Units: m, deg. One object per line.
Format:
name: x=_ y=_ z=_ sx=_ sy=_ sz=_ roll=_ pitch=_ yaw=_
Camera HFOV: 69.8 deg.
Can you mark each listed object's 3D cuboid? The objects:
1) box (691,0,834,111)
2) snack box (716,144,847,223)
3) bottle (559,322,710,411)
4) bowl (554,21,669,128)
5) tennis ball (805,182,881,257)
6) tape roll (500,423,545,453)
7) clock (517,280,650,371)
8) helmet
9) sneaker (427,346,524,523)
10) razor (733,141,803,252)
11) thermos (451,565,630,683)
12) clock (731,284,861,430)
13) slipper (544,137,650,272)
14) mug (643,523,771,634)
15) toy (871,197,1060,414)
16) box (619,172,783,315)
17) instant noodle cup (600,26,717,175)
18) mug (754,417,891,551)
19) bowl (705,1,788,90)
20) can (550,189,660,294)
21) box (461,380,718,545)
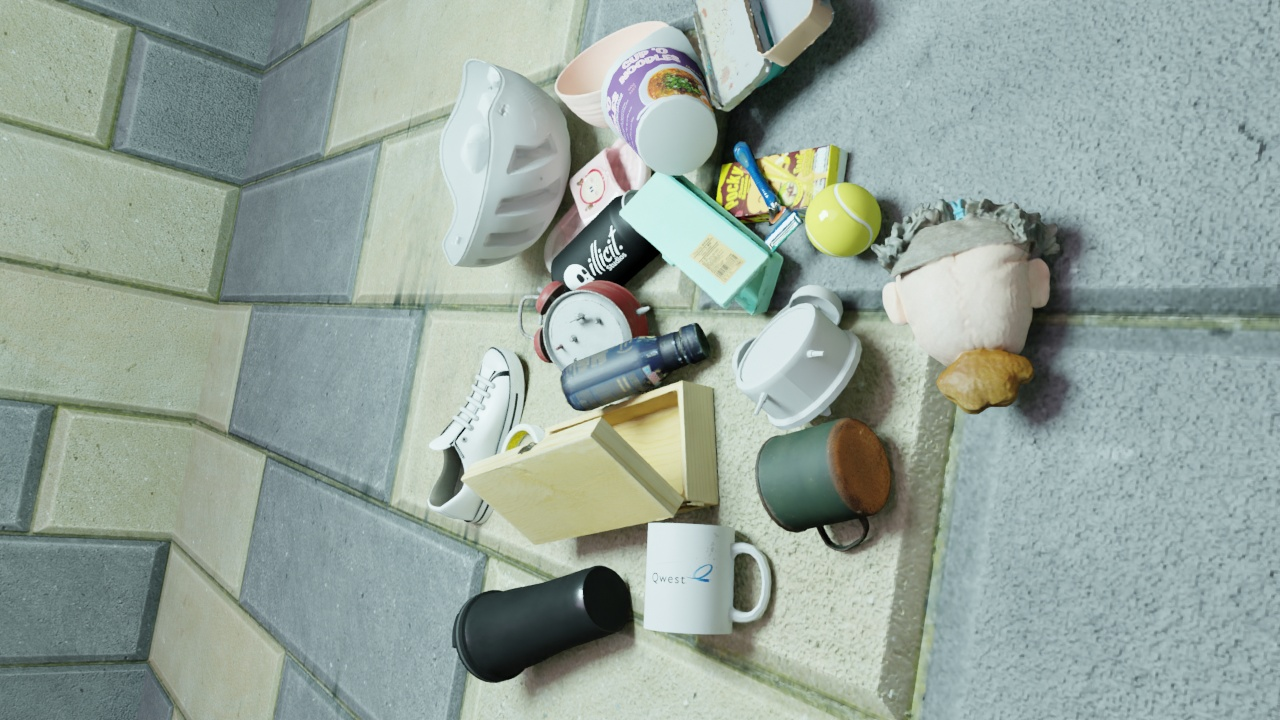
box: x=0.105 y=-0.370 z=0.913 sx=0.151 sy=0.043 sz=0.216 roll=-33 pitch=57 yaw=38
snack box: x=0.135 y=-0.170 z=0.905 sx=0.149 sy=0.025 sz=0.061 roll=4 pitch=83 yaw=52
bottle: x=-0.006 y=0.006 z=0.969 sx=0.161 sy=0.056 sz=0.056 roll=-21 pitch=61 yaw=18
bowl: x=-0.017 y=-0.323 z=1.076 sx=0.153 sy=0.076 sz=0.152 roll=-20 pitch=39 yaw=17
tennis ball: x=0.178 y=-0.123 z=0.806 sx=0.065 sy=0.065 sz=0.065 roll=-18 pitch=67 yaw=48
tape roll: x=-0.150 y=0.129 z=1.185 sx=0.094 sy=0.019 sz=0.094 roll=-17 pitch=67 yaw=48
clock: x=-0.071 y=-0.034 z=1.034 sx=0.157 sy=0.061 sz=0.110 roll=14 pitch=113 yaw=19
helmet: x=-0.185 y=-0.244 z=1.172 sx=0.281 sy=0.184 sz=0.225 roll=-82 pitch=12 yaw=-50
sneaker: x=-0.233 y=0.097 z=1.235 sx=0.091 sy=0.097 sz=0.245 roll=26 pitch=101 yaw=51
razor: x=0.120 y=-0.165 z=0.884 sx=0.044 sy=0.018 sz=0.140 roll=-46 pitch=45 yaw=32
thermos: x=-0.111 y=0.292 z=1.034 sx=0.219 sy=0.105 sz=0.105 roll=-29 pitch=58 yaw=38
clock: x=0.137 y=-0.005 z=0.814 sx=0.120 sy=0.061 sz=0.159 roll=-45 pitch=16 yaw=21
slipper: x=-0.057 y=-0.186 z=1.125 sx=0.222 sy=0.055 sz=0.106 roll=-47 pitch=49 yaw=35
mug: x=0.064 y=0.204 z=0.861 sx=0.120 sy=0.083 sz=0.096 roll=-2 pitch=77 yaw=22
toy: x=0.250 y=-0.044 z=0.690 sx=0.133 sy=0.076 sz=0.175 roll=-12 pitch=69 yaw=33
box: x=0.052 y=-0.122 z=0.921 sx=0.188 sy=0.079 sz=0.078 roll=49 pitch=138 yaw=38
instant noodle cup: x=0.029 y=-0.262 z=0.957 sx=0.121 sy=0.121 sz=0.137 roll=-106 pitch=26 yaw=-53
mug: x=0.159 y=0.107 z=0.764 sx=0.081 sy=0.084 sz=0.111 roll=-23 pitch=94 yaw=44
bowl: x=0.124 y=-0.323 z=0.942 sx=0.121 sy=0.046 sz=0.121 roll=-18 pitch=67 yaw=48
can: x=-0.036 y=-0.126 z=1.061 sx=0.146 sy=0.080 sz=0.080 roll=-38 pitch=52 yaw=39
box: x=-0.048 y=0.121 z=0.978 sx=0.249 sy=0.184 sz=0.141 roll=-23 pitch=84 yaw=48
